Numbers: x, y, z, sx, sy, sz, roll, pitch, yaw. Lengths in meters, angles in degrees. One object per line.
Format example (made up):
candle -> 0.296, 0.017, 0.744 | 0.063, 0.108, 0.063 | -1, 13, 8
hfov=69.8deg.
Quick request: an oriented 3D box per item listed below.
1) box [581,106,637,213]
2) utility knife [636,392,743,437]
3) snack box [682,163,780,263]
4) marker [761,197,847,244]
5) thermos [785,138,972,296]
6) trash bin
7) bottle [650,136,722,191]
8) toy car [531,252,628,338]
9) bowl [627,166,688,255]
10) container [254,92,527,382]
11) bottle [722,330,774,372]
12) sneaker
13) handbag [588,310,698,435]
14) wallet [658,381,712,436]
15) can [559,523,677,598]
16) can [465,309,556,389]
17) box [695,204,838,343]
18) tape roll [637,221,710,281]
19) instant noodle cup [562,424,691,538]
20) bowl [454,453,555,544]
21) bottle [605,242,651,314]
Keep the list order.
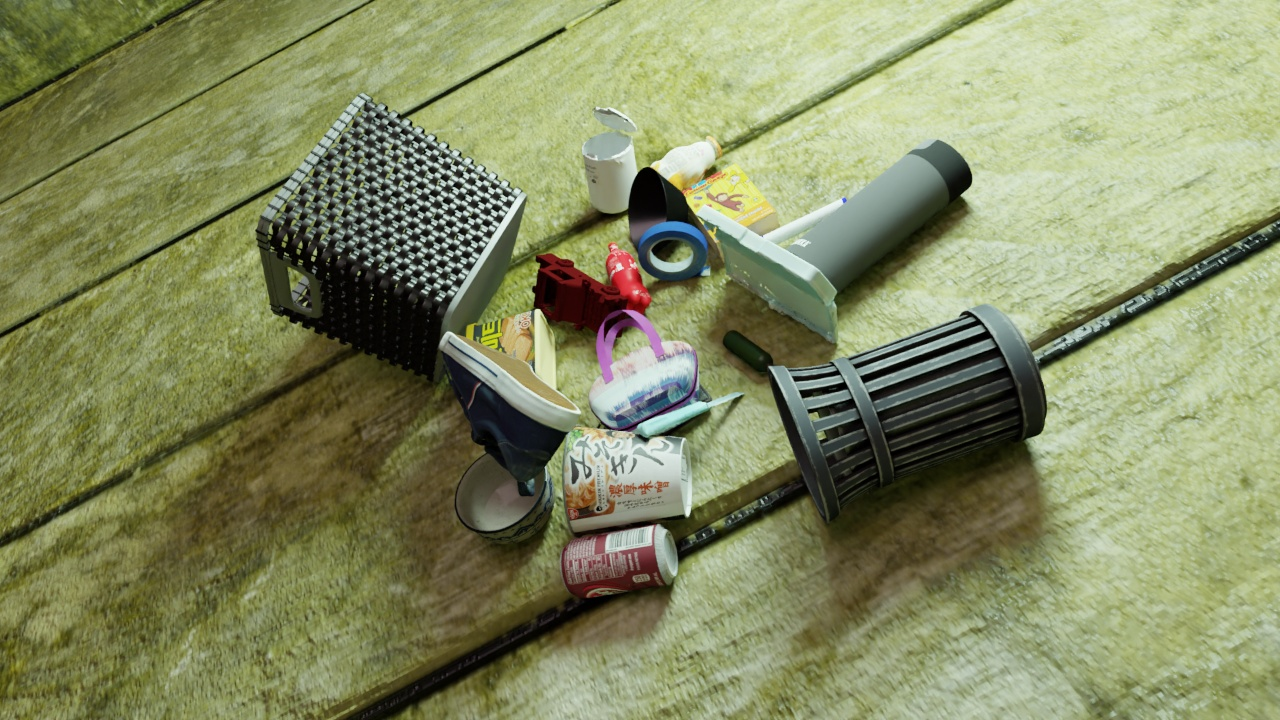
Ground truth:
box -> -0.043, -0.298, 1.331 | 0.091, 0.161, 0.081 | -39, 52, -24
utility knife -> 0.060, 0.055, 1.029 | 0.168, 0.015, 0.022 | -19, 29, -40
snack box -> 0.122, -0.203, 1.254 | 0.088, 0.040, 0.125 | -28, 47, 1
marker -> 0.202, -0.171, 1.186 | 0.142, 0.020, 0.020 | -24, 46, 22
thermos -> 0.290, -0.172, 1.125 | 0.240, 0.082, 0.082 | -38, 47, -9
trash bin -> 0.263, 0.046, 0.910 | 0.227, 0.164, 0.164 | -20, 47, 3
bottle -> 0.066, -0.281, 1.329 | 0.108, 0.063, 0.063 | -36, 47, -7
toy car -> -0.092, -0.087, 1.226 | 0.061, 0.070, 0.170 | -13, 34, -40
bowl -> 0.032, -0.205, 1.273 | 0.052, 0.124, 0.124 | -5, 41, -25
container -> -0.320, -0.147, 1.218 | 0.243, 0.248, 0.245 | 27, 61, -3
bottle -> 0.139, -0.003, 1.093 | 0.025, 0.025, 0.106 | -40, 48, -11
sneaker -> -0.167, 0.057, 1.033 | 0.127, 0.120, 0.295 | -63, 33, 5
handbag -> -0.006, 0.006, 1.092 | 0.145, 0.068, 0.169 | -27, 48, 6
wallet -> 0.020, 0.040, 1.110 | 0.099, 0.031, 0.120 | -35, 48, -1
can -> -0.022, 0.211, 0.963 | 0.114, 0.063, 0.063 | -13, 49, 15
can -> -0.168, 0.005, 1.196 | 0.101, 0.072, 0.130 | -14, 48, 10
box -> 0.156, -0.108, 1.095 | 0.043, 0.136, 0.197 | -44, 48, -7
tape roll -> 0.042, -0.142, 1.205 | 0.091, 0.093, 0.016 | -5, 51, 14
instant noodle cup -> -0.010, 0.129, 0.998 | 0.122, 0.124, 0.123 | -3, 51, 11
bowl -> -0.150, 0.162, 1.065 | 0.116, 0.059, 0.115 | -13, 49, 15
bottle -> -0.021, -0.114, 1.246 | 0.042, 0.042, 0.141 | -25, 46, 4
